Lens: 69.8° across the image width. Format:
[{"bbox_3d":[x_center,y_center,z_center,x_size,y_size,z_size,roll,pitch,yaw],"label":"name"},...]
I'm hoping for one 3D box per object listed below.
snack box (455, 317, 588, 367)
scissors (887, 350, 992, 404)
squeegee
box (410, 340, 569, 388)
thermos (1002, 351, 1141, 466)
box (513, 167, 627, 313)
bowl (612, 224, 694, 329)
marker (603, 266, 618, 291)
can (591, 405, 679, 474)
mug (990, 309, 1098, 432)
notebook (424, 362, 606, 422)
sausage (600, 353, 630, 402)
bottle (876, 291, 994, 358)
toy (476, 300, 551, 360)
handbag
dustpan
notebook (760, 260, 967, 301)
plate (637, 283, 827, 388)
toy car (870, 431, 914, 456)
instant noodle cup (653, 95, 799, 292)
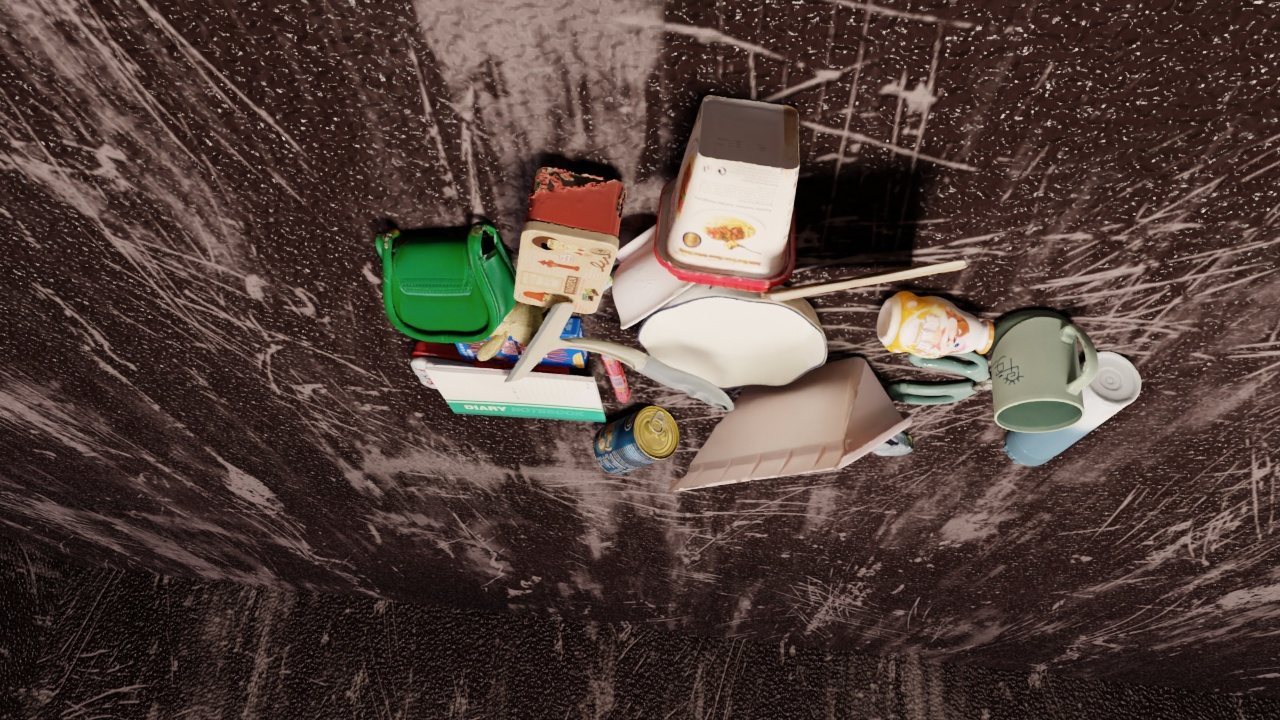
[{"bbox_3d":[-0.145,-0.025,1.096,0.157,0.026,0.085,4,153,7],"label":"snack box"},{"bbox_3d":[0.366,0.027,1.081,0.173,0.019,0.178,16,152,-20],"label":"scissors"},{"bbox_3d":[-0.006,0.006,1.015,0.246,0.039,0.247,17,156,-13],"label":"squeegee"},{"bbox_3d":[-0.191,0.021,1.179,0.201,0.048,0.087,7,154,-1],"label":"box"},{"bbox_3d":[0.495,0.063,1.071,0.070,0.070,0.221,7,155,0],"label":"thermos"},{"bbox_3d":[-0.069,-0.114,0.854,0.091,0.079,0.169,10,160,-7],"label":"box"},{"bbox_3d":[0.013,-0.088,0.867,0.065,0.118,0.119,55,141,-5],"label":"bowl"},{"bbox_3d":[-0.055,-0.075,0.988,0.018,0.015,0.124,24,147,-32],"label":"marker"},{"bbox_3d":[-0.009,0.114,1.290,0.075,0.075,0.111,22,151,-28],"label":"can"},{"bbox_3d":[0.406,0.004,0.920,0.082,0.106,0.112,18,153,-19],"label":"mug"},{"bbox_3d":[-0.154,0.044,1.168,0.209,0.012,0.150,4,156,6],"label":"notebook"},{"bbox_3d":[-0.031,0.018,1.163,0.020,0.020,0.156,2,154,10],"label":"sausage"},{"bbox_3d":[0.298,-0.033,0.924,0.108,0.063,0.063,9,154,-5],"label":"bottle"},{"bbox_3d":[-0.178,-0.054,1.019,0.157,0.066,0.105,12,112,-1],"label":"toy"},{"bbox_3d":[-0.197,-0.082,0.928,0.131,0.067,0.120,1,127,19],"label":"handbag"},{"bbox_3d":[0.200,0.104,1.073,0.223,0.272,0.139,-13,119,41],"label":"dustpan"},{"bbox_3d":[0.181,-0.068,0.792,0.148,0.008,0.207,-10,-176,6],"label":"notebook"},{"bbox_3d":[0.101,-0.031,1.000,0.205,0.045,0.205,7,155,3],"label":"plate"},{"bbox_3d":[0.323,0.106,1.234,0.054,0.036,0.120,-16,149,39],"label":"toy car"},{"bbox_3d":[0.075,-0.135,0.733,0.116,0.116,0.124,8,142,-1],"label":"instant noodle cup"}]
